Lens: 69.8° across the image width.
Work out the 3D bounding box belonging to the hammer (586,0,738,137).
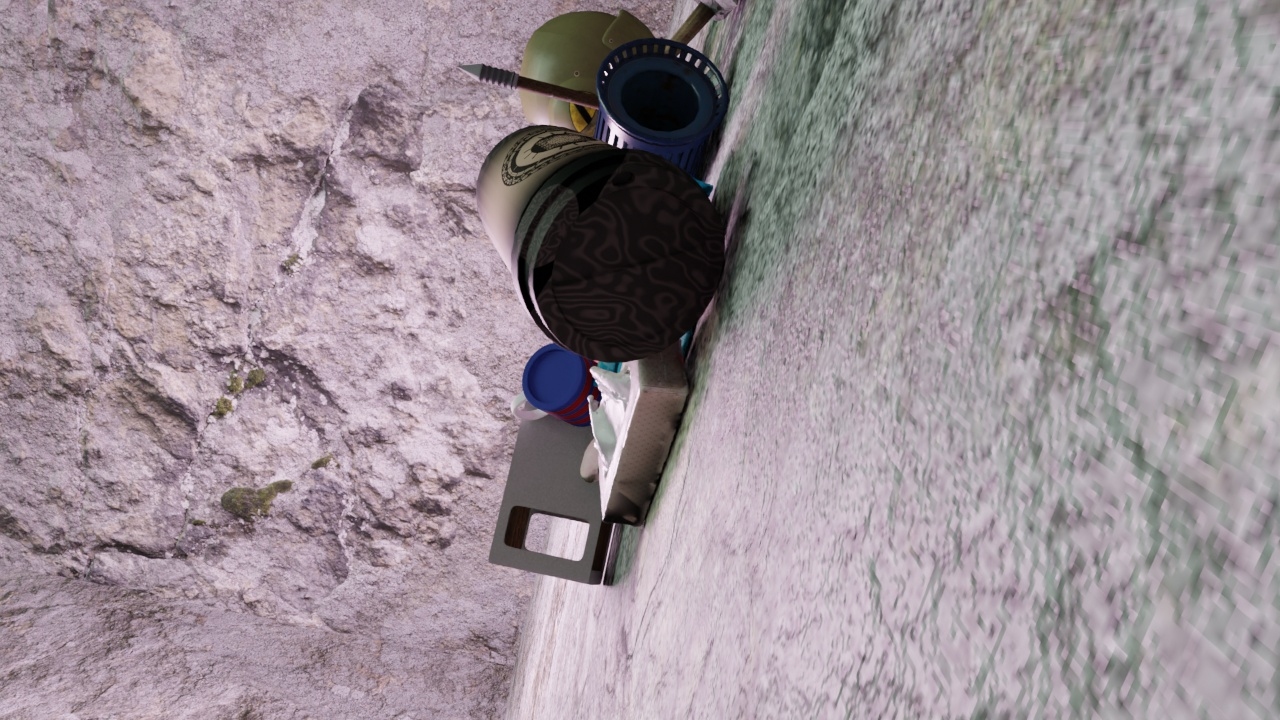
[{"bbox_3d":[0.002,-0.334,1.115,0.319,0.049,0.121,-46,16,18],"label":"hammer"}]

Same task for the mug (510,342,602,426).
[{"bbox_3d":[-0.094,0.035,1.002,0.076,0.112,0.075,34,-146,-59],"label":"mug"}]

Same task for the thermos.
[{"bbox_3d":[-0.052,-0.118,0.799,0.226,0.172,0.173,46,127,54],"label":"thermos"}]

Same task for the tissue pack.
[{"bbox_3d":[-0.011,0.057,0.839,0.103,0.071,0.182,-99,17,-47],"label":"tissue pack"}]

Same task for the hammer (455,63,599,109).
[{"bbox_3d":[-0.079,-0.343,1.200,0.043,0.322,0.155,116,166,-69],"label":"hammer"}]

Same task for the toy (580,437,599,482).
[{"bbox_3d":[-0.021,0.089,0.989,0.095,0.053,0.099,-56,15,-27],"label":"toy"}]

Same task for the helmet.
[{"bbox_3d":[-0.057,-0.416,1.406,0.250,0.255,0.233,-98,18,-72],"label":"helmet"}]

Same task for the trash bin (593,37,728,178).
[{"bbox_3d":[0.004,-0.230,1.064,0.250,0.139,0.139,110,172,-63],"label":"trash bin"}]

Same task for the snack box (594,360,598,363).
[{"bbox_3d":[-0.052,0.036,1.216,0.133,0.021,0.089,37,127,49],"label":"snack box"}]

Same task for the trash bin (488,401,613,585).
[{"bbox_3d":[-0.085,0.138,1.081,0.114,0.114,0.228,69,-148,-75],"label":"trash bin"}]

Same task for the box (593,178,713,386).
[{"bbox_3d":[0.011,-0.055,0.906,0.172,0.083,0.228,-85,10,-60],"label":"box"}]
